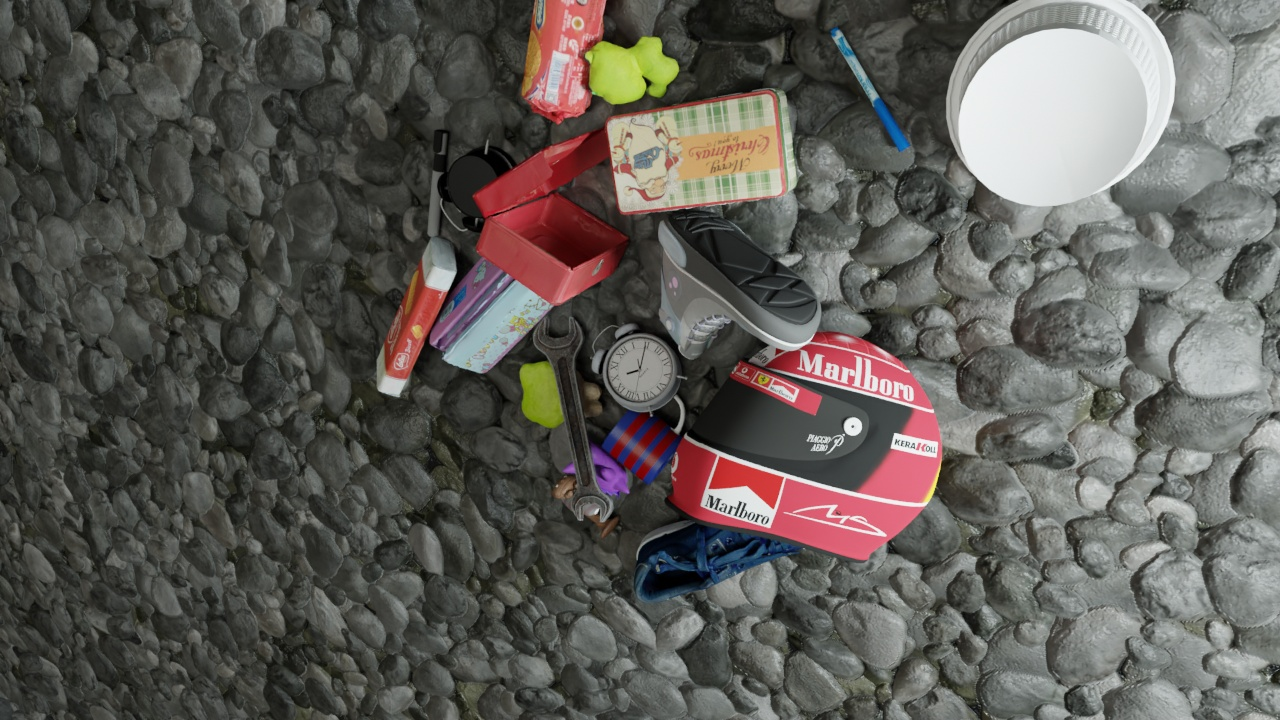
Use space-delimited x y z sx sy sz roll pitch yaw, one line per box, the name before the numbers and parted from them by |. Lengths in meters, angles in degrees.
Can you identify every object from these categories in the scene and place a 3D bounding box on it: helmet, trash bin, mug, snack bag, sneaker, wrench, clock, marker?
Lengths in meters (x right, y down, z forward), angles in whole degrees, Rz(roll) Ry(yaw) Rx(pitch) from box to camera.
helmet | 0.183 0.079 0.974 0.271 0.197 0.224 15 95 -5
trash bin | 0.354 -0.216 0.787 0.196 0.199 0.196 9 113 22
mug | 0.015 0.090 1.152 0.076 0.075 0.112 39 96 8
snack bag | -0.083 -0.354 1.020 0.082 0.082 0.177 22 118 16
sneaker | 0.091 -0.047 0.991 0.256 0.093 0.161 53 142 46
snack bag | -0.305 -0.057 1.241 0.041 0.077 0.226 17 123 -28
wrench | -0.083 0.070 1.152 0.070 0.010 0.273 -18 75 19
clock | -0.007 0.006 1.119 0.122 0.035 0.094 43 88 16
clock | -0.205 -0.212 1.150 0.121 0.042 0.091 -37 91 32
marker | 0.233 -0.276 0.932 0.013 0.013 0.142 -30 94 31
marker | -0.263 -0.228 1.187 0.016 0.016 0.141 20 117 18
sneaker | 0.108 0.227 1.113 0.295 0.127 0.121 -28 105 24

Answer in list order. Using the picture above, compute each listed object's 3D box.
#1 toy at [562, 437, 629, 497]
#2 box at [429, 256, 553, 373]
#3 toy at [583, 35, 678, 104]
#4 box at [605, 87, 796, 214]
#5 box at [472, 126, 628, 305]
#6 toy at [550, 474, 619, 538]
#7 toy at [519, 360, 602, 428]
toy | -0.053 0.141 1.191 0.088 0.106 0.056 36 88 -15
box | -0.179 -0.075 1.192 0.093 0.089 0.215 28 127 -30
toy | -0.012 -0.318 1.007 0.094 0.036 0.094 -38 120 16
box | 0.064 -0.228 1.012 0.206 0.049 0.118 -1 110 25
box | -0.092 -0.154 1.055 0.152 0.156 0.165 -18 103 32
toy | -0.080 0.193 1.250 0.102 0.041 0.055 28 142 23
toy | -0.103 0.046 1.202 0.118 0.043 0.092 5 105 19
